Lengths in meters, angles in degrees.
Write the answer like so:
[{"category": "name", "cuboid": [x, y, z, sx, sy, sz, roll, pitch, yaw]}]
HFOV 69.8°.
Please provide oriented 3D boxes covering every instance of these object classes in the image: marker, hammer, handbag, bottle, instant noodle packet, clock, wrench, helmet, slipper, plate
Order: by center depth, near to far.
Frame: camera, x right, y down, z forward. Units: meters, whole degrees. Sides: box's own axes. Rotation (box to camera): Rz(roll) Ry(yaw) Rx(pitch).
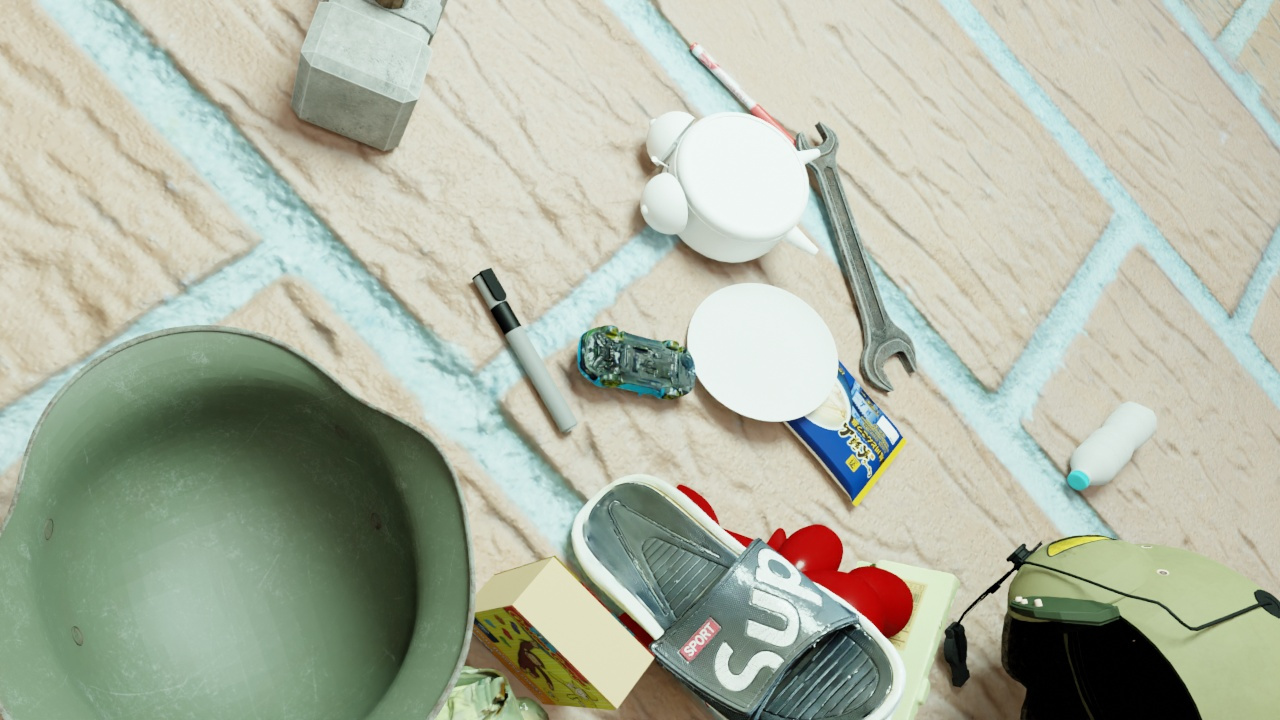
[{"category": "helmet", "cuboid": [-0.227, 0.117, 0.518, 0.226, 0.154, 0.267, -19, 75, -29]}, {"category": "handbag", "cuboid": [-0.144, 0.249, 0.548, 0.186, 0.117, 0.113, -17, 109, -7]}, {"category": "hammer", "cuboid": [-0.149, -0.290, 0.599, 0.083, 0.319, 0.162, 18, 66, -20]}, {"category": "slipper", "cuboid": [0.046, 0.153, 0.603, 0.111, 0.264, 0.063, -43, 136, -14]}, {"category": "helmet", "cuboid": [0.375, 0.254, 0.701, 0.232, 0.256, 0.250, -8, 78, -25]}, {"category": "marker", "cuboid": [-0.089, -0.007, 0.710, 0.016, 0.016, 0.140, -29, 87, -31]}, {"category": "plate", "cuboid": [0.105, -0.007, 0.794, 0.134, 0.011, 0.134, 5, 62, -10]}, {"category": "instant noodle packet", "cuboid": [0.172, 0.051, 0.815, 0.134, 0.026, 0.086, 49, 63, -4]}, {"category": "clock", "cuboid": [0.078, -0.151, 0.819, 0.161, 0.073, 0.125, 11, 68, -15]}, {"category": "wrench", "cuboid": [0.206, -0.103, 0.884, 0.070, 0.010, 0.273, -13, 82, -30]}, {"category": "marker", "cuboid": [0.101, -0.256, 0.891, 0.142, 0.013, 0.012, 43, 60, -7]}, {"category": "bottle", "cuboid": [0.482, 0.091, 0.944, 0.136, 0.044, 0.044, -31, 88, -31]}]

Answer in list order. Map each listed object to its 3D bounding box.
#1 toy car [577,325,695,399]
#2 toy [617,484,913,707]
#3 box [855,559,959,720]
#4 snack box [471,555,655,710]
[{"category": "toy car", "cuboid": [-0.004, 0.004, 0.739, 0.105, 0.032, 0.048, 11, 68, -29]}, {"category": "toy", "cuboid": [0.086, 0.187, 0.671, 0.197, 0.121, 0.158, 16, 61, 24]}, {"category": "box", "cuboid": [0.179, 0.254, 0.705, 0.187, 0.098, 0.082, -58, 136, -26]}, {"category": "snack box", "cuboid": [-0.060, 0.179, 0.598, 0.088, 0.126, 0.040, 46, 59, -6]}]
